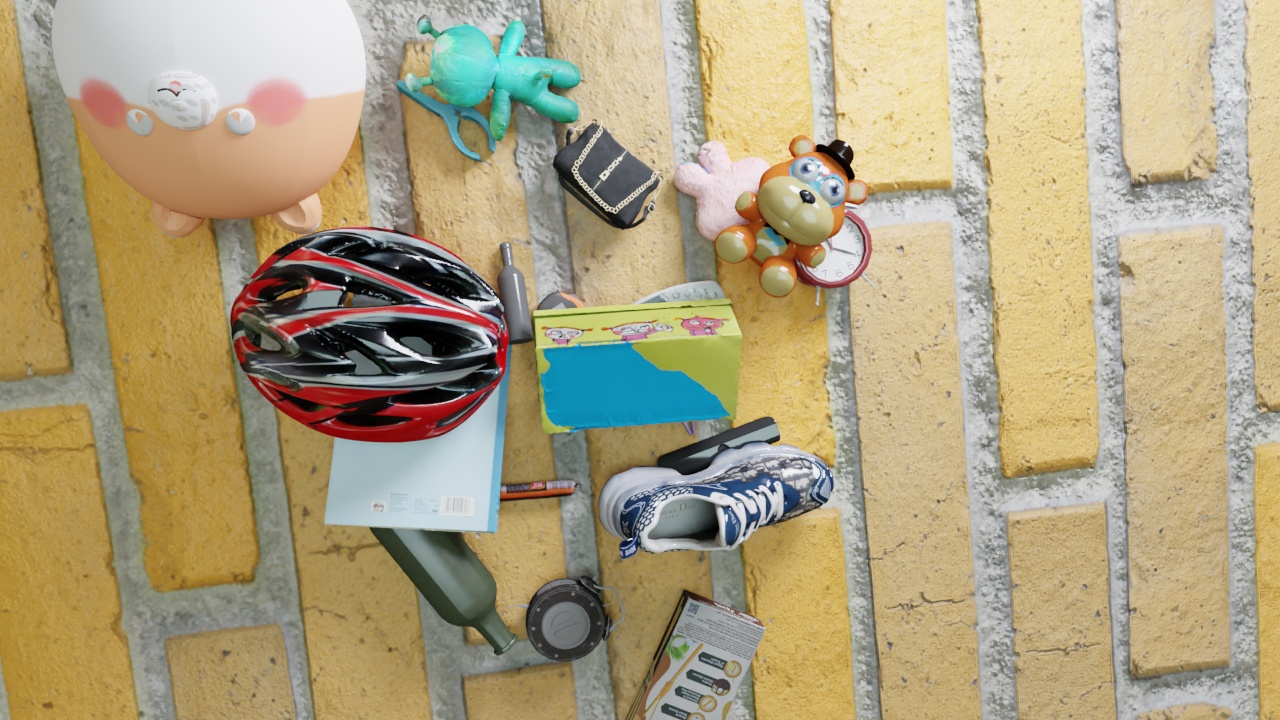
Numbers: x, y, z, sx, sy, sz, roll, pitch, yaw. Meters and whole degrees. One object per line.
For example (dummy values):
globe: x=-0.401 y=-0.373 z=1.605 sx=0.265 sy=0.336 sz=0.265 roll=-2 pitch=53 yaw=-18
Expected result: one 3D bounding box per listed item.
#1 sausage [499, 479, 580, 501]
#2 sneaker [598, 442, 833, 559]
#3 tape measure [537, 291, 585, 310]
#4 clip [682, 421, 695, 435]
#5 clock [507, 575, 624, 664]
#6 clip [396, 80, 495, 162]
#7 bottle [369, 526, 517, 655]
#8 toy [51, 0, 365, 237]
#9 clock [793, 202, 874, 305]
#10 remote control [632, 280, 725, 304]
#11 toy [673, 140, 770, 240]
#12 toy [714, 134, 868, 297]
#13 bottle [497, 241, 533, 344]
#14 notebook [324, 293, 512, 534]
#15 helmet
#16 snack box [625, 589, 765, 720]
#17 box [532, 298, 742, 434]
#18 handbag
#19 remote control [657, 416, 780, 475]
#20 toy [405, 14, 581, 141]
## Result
sausage: x=-0.145 y=0.150 z=1.046 sx=0.155 sy=0.020 sz=0.020 roll=-3 pitch=96 yaw=-6
sneaker: x=0.094 y=0.166 z=1.007 sx=0.269 sy=0.132 sz=0.103 roll=-7 pitch=105 yaw=-9
tape measure: x=-0.087 y=-0.048 z=1.023 sx=0.058 sy=0.038 sz=0.059 roll=-32 pitch=98 yaw=-2
clip: x=0.049 y=0.061 z=1.063 sx=0.045 sy=0.014 sz=0.051 roll=11 pitch=92 yaw=-7
clock: x=-0.081 y=0.294 z=1.055 sx=0.123 sy=0.044 sz=0.091 roll=-20 pitch=97 yaw=-4
clip: x=-0.192 y=-0.277 z=0.998 sx=0.103 sy=0.027 sz=0.120 roll=-32 pitch=98 yaw=0
bottle: x=-0.211 y=0.240 z=1.022 sx=0.071 sy=0.071 sz=0.207 roll=-37 pitch=98 yaw=-2
toy: x=-0.393 y=-0.256 z=0.860 sx=0.262 sy=0.265 sz=0.281 roll=-3 pitch=109 yaw=-8
clock: x=0.208 y=-0.139 z=1.041 sx=0.096 sy=0.048 sz=0.137 roll=-19 pitch=98 yaw=-4
remote control: x=0.042 y=-0.054 z=1.042 sx=0.114 sy=0.028 sz=0.060 roll=-18 pitch=97 yaw=-4
toy: x=0.092 y=-0.193 z=1.025 sx=0.105 sy=0.053 sz=0.108 roll=45 pitch=90 yaw=3
toy: x=0.163 y=-0.158 z=0.974 sx=0.112 sy=0.096 sz=0.176 roll=36 pitch=82 yaw=1
bottle: x=-0.141 y=-0.076 z=1.013 sx=0.030 sy=0.030 sz=0.113 roll=-9 pitch=81 yaw=-5
notebook: x=-0.235 y=0.056 z=0.995 sx=0.181 sy=0.009 sz=0.253 roll=5 pitch=77 yaw=-6
helmet: x=-0.265 y=-0.033 z=0.910 sx=0.272 sy=0.167 sz=0.217 roll=9 pitch=68 yaw=-13
snack box: x=0.062 y=0.377 z=1.084 sx=0.101 sy=0.031 sz=0.186 roll=24 pitch=93 yaw=-8
box: x=-0.006 y=0.006 z=0.999 sx=0.221 sy=0.079 sz=0.125 roll=-4 pitch=124 yaw=-3
handbag: x=-0.035 y=-0.207 z=1.013 sx=0.128 sy=0.054 sz=0.079 roll=41 pitch=79 yaw=-5
remote control: x=0.091 y=0.104 z=1.069 sx=0.147 sy=0.015 sz=0.033 roll=-20 pitch=97 yaw=-4
toy: x=-0.149 y=-0.302 z=0.963 sx=0.193 sy=0.072 sz=0.130 roll=6 pitch=88 yaw=-27
